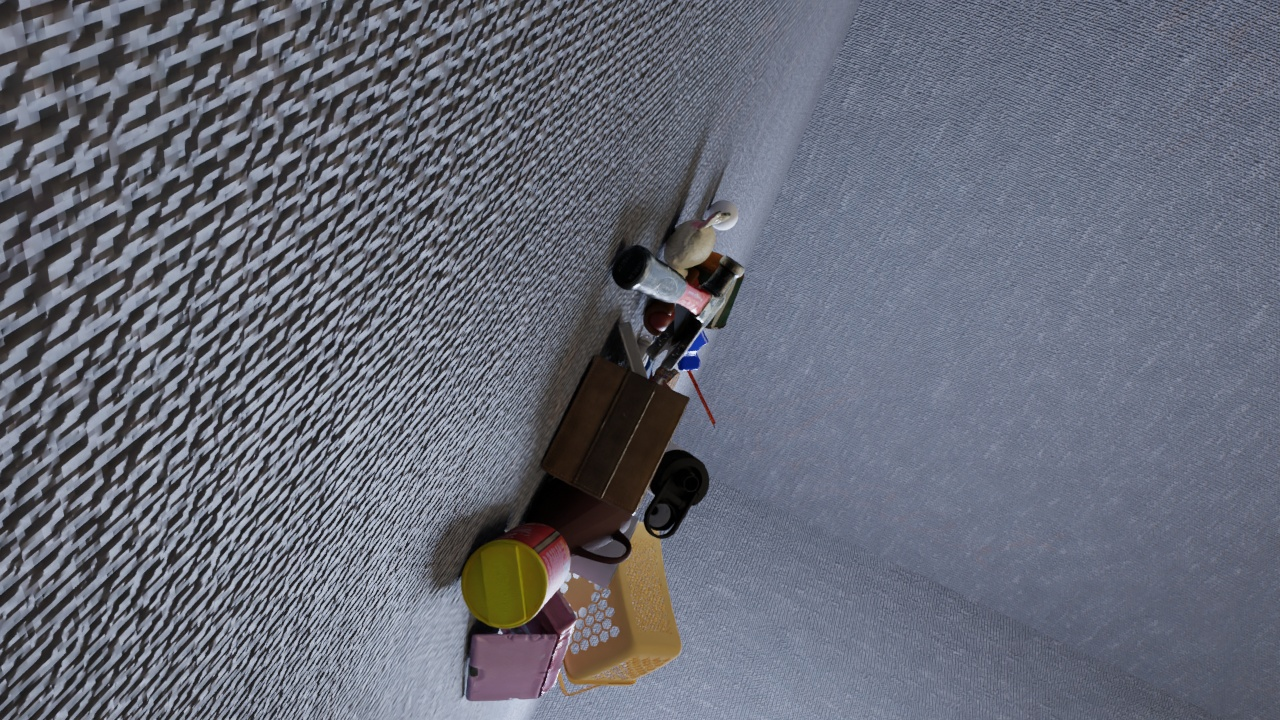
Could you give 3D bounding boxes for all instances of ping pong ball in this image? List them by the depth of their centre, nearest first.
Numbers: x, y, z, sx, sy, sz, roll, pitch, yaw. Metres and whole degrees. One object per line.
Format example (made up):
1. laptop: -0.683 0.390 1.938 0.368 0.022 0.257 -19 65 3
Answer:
1. ping pong ball: 0.111 -0.195 1.230 0.040 0.040 0.040 27 88 -84

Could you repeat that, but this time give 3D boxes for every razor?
1. razor: 0.012 0.013 1.320 0.043 0.018 0.141 -114 -142 -46

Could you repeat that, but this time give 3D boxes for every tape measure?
1. tape measure: -0.007 0.007 1.133 0.064 0.017 0.064 105 11 -59

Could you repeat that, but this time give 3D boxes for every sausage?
1. sausage: 0.041 -0.074 1.118 0.155 0.040 0.040 -55 168 -60

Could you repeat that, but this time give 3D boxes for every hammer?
1. hammer: 0.028 -0.060 0.882 0.140 0.036 0.326 -54 167 7

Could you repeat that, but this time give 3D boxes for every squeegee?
1. squeegee: 0.076 -0.041 1.423 0.249 0.055 0.185 -112 -157 -55

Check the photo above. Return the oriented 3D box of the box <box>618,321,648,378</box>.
1. box: -0.030 0.042 0.977 0.114 0.095 0.217 -36 169 -5

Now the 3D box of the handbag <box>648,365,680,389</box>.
1. handbag: -0.008 0.080 1.412 0.195 0.043 0.094 -48 168 -42

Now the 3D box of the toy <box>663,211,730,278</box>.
1. toy: 0.053 -0.120 0.978 0.112 0.050 0.087 -51 177 26

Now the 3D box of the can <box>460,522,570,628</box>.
1. can: -0.098 0.172 0.751 0.124 0.067 0.066 32 83 -84

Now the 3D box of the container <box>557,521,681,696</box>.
1. container: -0.055 0.291 1.096 0.167 0.129 0.183 -29 -122 31

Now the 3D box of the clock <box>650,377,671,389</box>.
1. clock: -0.001 0.082 1.280 0.157 0.062 0.109 105 11 -50

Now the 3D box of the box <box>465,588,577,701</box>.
1. box: -0.142 0.306 0.978 0.106 0.099 0.233 -24 155 -26

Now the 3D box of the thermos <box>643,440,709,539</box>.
1. thermos: 0.005 0.134 1.102 0.101 0.068 0.230 -54 -159 -5

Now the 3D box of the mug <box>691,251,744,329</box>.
1. mug: 0.084 -0.104 1.236 0.081 0.084 0.111 -70 -153 25

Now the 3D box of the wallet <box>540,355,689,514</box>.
1. wallet: -0.023 0.068 0.845 0.027 0.098 0.121 124 -8 -81

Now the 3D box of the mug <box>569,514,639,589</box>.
1. mug: -0.056 0.179 1.009 0.119 0.096 0.083 -58 171 -51

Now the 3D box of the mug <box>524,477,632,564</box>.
1. mug: -0.060 0.162 0.895 0.088 0.114 0.087 -30 146 -40
